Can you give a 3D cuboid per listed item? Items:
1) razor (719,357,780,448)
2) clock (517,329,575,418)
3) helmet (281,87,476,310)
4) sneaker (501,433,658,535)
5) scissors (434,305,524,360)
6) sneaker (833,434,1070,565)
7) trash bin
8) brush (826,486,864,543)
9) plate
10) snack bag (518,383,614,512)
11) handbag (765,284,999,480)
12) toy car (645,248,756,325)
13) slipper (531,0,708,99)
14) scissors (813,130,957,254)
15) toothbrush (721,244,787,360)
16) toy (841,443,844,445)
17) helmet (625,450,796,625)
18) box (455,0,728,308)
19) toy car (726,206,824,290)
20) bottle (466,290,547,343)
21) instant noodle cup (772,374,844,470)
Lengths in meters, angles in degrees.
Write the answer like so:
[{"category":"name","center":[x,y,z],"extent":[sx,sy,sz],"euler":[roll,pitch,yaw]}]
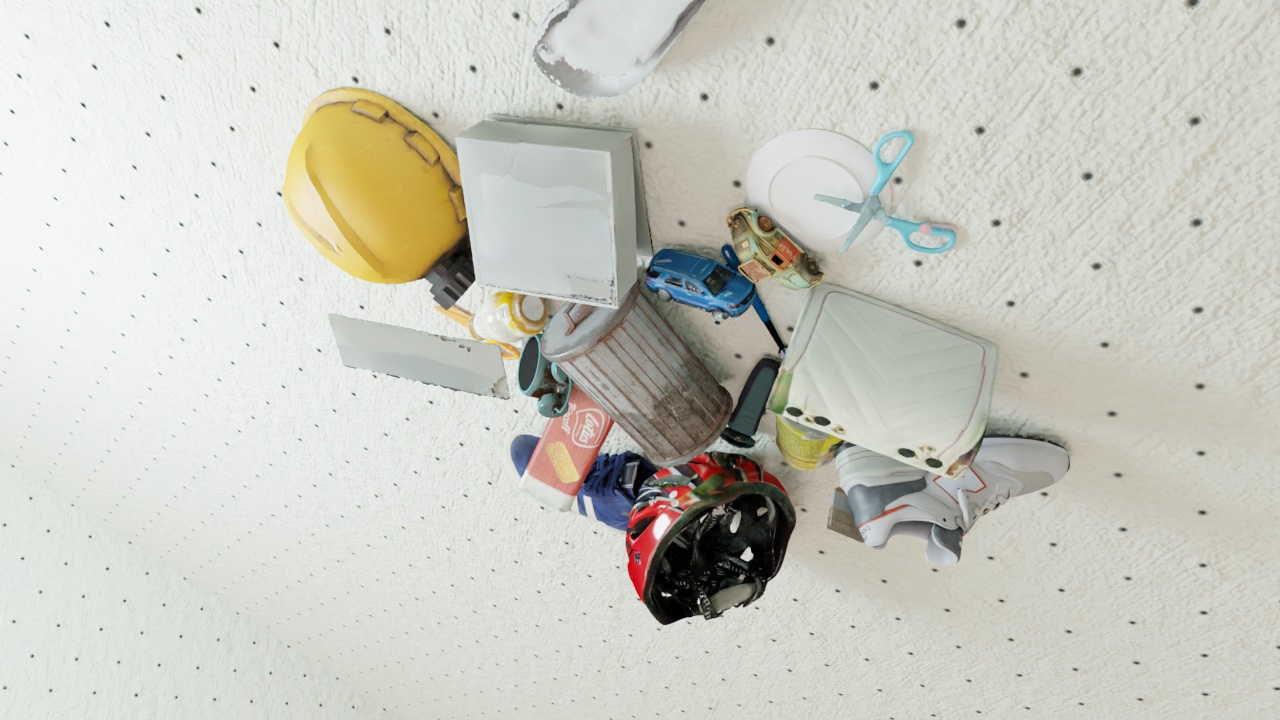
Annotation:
[{"category":"razor","center":[0.129,0.051,1.064],"extent":[0.047,0.052,0.143],"euler":[22,131,4]},{"category":"clock","center":[-0.107,0.017,1.097],"extent":[0.053,0.124,0.090],"euler":[10,115,-25]},{"category":"helmet","center":[-0.292,-0.157,1.002],"extent":[0.255,0.131,0.206],"euler":[42,140,-16]},{"category":"sneaker","center":[-0.071,0.155,1.250],"extent":[0.233,0.091,0.119],"euler":[32,145,-7]},{"category":"scissors","center":[-0.205,-0.045,1.168],"extent":[0.130,0.013,0.070],"euler":[32,140,-8]},{"category":"sneaker","center":[0.325,0.149,0.952],"extent":[0.240,0.124,0.089],"euler":[0,150,7]},{"category":"trash bin","center":[-0.006,0.006,1.021],"extent":[0.131,0.130,0.211],"euler":[-17,126,41]},{"category":"brush","center":[0.233,0.129,1.008],"extent":[0.045,0.142,0.008],"euler":[22,144,-8]},{"category":"plate","center":[0.161,-0.150,0.844],"extent":[0.135,0.011,0.135],"euler":[16,140,14]},{"category":"snack bag","center":[-0.081,0.092,1.165],"extent":[0.077,0.041,0.226],"euler":[27,119,0]},{"category":"handbag","center":[0.235,0.026,0.898],"extent":[0.198,0.141,0.096],"euler":[22,143,8]},{"category":"toy car","center":[0.059,-0.079,0.935],"extent":[0.120,0.056,0.044],"euler":[22,144,29]},{"category":"slipper","center":[-0.013,-0.290,0.738],"extent":[0.112,0.074,0.247],"euler":[47,148,-14]},{"category":"scissors","center":[0.223,-0.140,0.811],"extent":[0.135,0.015,0.136],"euler":[12,131,-4]},{"category":"toothbrush","center":[0.126,-0.055,0.968],"extent":[0.014,0.014,0.168],"euler":[-29,121,8]},{"category":"toy","center":[0.273,0.135,1.071],"extent":[0.064,0.047,0.110],"euler":[-10,117,33]},{"category":"helmet","center":[0.080,0.214,1.154],"extent":[0.273,0.217,0.167],"euler":[91,154,-47]},{"category":"box","center":[-0.035,-0.252,1.009],"extent":[0.169,0.402,0.172],"euler":[11,138,20]},{"category":"toy car","center":[0.124,-0.098,0.890],"extent":[0.112,0.047,0.047],"euler":[38,158,-14]},{"category":"bottle","center":[-0.163,-0.051,1.100],"extent":[0.109,0.063,0.063],"euler":[-14,126,41]},{"category":"instant noodle cup","center":[0.190,0.068,1.011],"extent":[0.102,0.102,0.108],"euler":[16,149,13]}]
